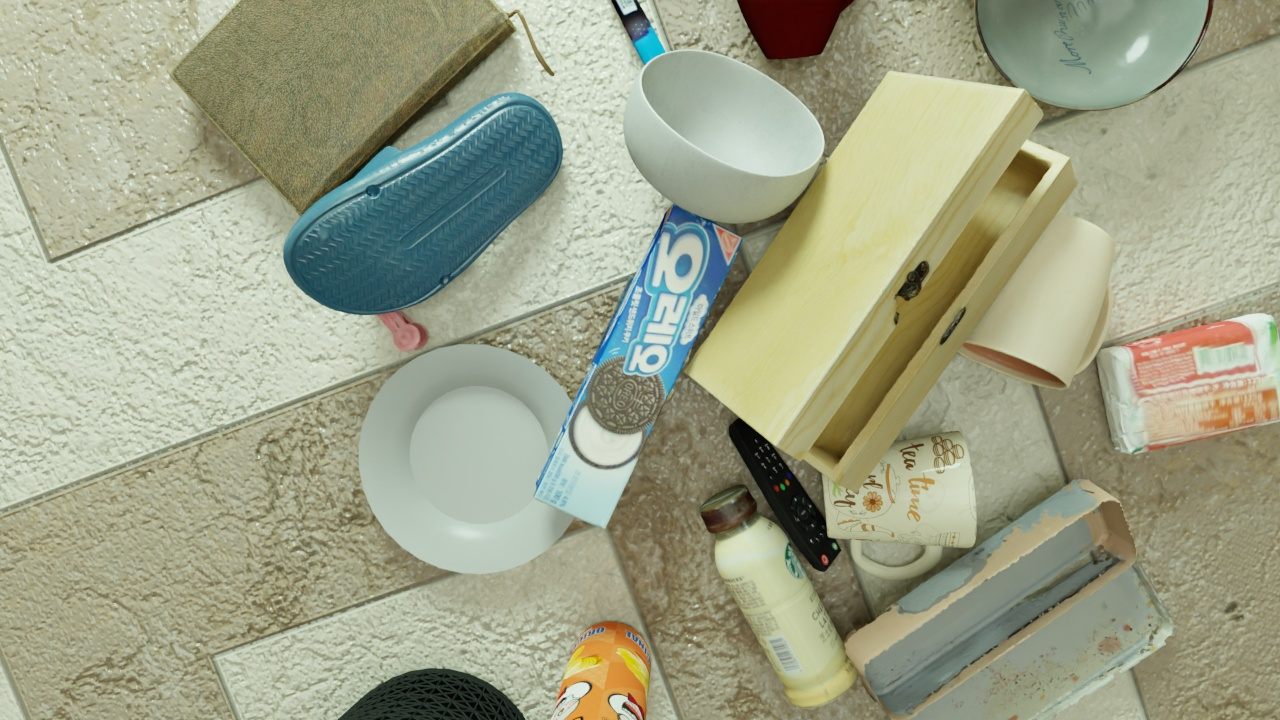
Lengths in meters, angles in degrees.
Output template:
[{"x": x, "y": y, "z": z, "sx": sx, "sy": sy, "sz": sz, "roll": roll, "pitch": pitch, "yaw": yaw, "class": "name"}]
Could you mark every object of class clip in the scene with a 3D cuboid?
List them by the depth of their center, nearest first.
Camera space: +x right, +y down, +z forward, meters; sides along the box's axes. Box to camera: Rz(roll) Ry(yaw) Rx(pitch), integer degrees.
[{"x": -0.184, "y": -0.030, "z": 0.677, "sx": 0.022, "sy": 0.038, "sz": 0.059, "roll": -43, "pitch": 88, "yaw": 9, "class": "clip"}]

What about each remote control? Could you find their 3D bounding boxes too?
[{"x": 0.104, "y": 0.095, "z": 0.672, "sx": 0.010, "sy": 0.039, "sz": 0.124, "roll": -35, "pitch": 87, "yaw": 37, "class": "remote control"}]

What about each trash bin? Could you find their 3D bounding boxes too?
[{"x": -0.165, "y": 0.331, "z": 0.604, "sx": 0.217, "sy": 0.243, "sz": 0.217, "roll": 0, "pitch": 95, "yaw": 3, "class": "trash bin"}]

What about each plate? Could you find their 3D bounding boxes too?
[{"x": -0.124, "y": 0.073, "z": 0.691, "sx": 0.173, "sy": 0.019, "sz": 0.173, "roll": 0, "pitch": 95, "yaw": 3, "class": "plate"}]

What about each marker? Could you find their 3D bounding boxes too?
[{"x": -0.007, "y": -0.249, "z": 0.658, "sx": 0.018, "sy": 0.015, "sz": 0.123, "roll": -28, "pitch": 90, "yaw": 2, "class": "marker"}]

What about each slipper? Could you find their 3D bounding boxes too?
[{"x": -0.149, "y": -0.110, "z": 0.651, "sx": 0.213, "sy": 0.059, "sz": 0.104, "roll": -36, "pitch": 127, "yaw": -7, "class": "slipper"}]

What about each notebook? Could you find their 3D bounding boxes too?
[{"x": -0.199, "y": -0.211, "z": 0.661, "sx": 0.215, "sy": 0.034, "sz": 0.190, "roll": -42, "pitch": 92, "yaw": 7, "class": "notebook"}]

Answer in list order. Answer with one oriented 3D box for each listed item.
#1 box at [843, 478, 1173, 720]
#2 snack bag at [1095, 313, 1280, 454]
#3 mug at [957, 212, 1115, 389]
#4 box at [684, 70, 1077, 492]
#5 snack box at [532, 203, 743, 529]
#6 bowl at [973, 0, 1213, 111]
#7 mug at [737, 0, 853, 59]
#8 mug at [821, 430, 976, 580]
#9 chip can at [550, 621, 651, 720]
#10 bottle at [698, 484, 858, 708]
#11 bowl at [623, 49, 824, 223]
[{"x": 0.267, "y": 0.200, "z": 0.653, "sx": 0.216, "sy": 0.058, "sz": 0.154, "roll": -34, "pitch": 113, "yaw": -2, "class": "box"}, {"x": 0.389, "y": 0.017, "z": 0.648, "sx": 0.116, "sy": 0.036, "sz": 0.077, "roll": -14, "pitch": 95, "yaw": 4, "class": "snack bag"}, {"x": 0.283, "y": -0.038, "z": 0.634, "sx": 0.111, "sy": 0.085, "sz": 0.104, "roll": 24, "pitch": 90, "yaw": -27, "class": "mug"}, {"x": 0.143, "y": -0.060, "z": 0.595, "sx": 0.140, "sy": 0.122, "sz": 0.249, "roll": 38, "pitch": 96, "yaw": 31, "class": "box"}, {"x": -0.004, "y": 0.004, "z": 0.646, "sx": 0.059, "sy": 0.059, "sz": 0.226, "roll": 26, "pitch": 89, "yaw": -5, "class": "snack box"}, {"x": 0.295, "y": -0.237, "z": 0.619, "sx": 0.151, "sy": 0.056, "sz": 0.151, "roll": 0, "pitch": 95, "yaw": 4, "class": "bowl"}, {"x": 0.114, "y": -0.256, "z": 0.626, "sx": 0.113, "sy": 0.087, "sz": 0.088, "roll": -18, "pitch": 115, "yaw": -26, "class": "mug"}, {"x": 0.183, "y": 0.111, "z": 0.660, "sx": 0.097, "sy": 0.080, "sz": 0.122, "roll": -5, "pitch": 122, "yaw": 11, "class": "mug"}, {"x": -0.028, "y": 0.240, "z": 0.605, "sx": 0.062, "sy": 0.210, "sz": 0.062, "roll": 0, "pitch": 95, "yaw": 3, "class": "chip can"}, {"x": 0.097, "y": 0.169, "z": 0.668, "sx": 0.056, "sy": 0.056, "sz": 0.162, "roll": -28, "pitch": 93, "yaw": 5, "class": "bottle"}, {"x": 0.050, "y": -0.143, "z": 0.617, "sx": 0.132, "sy": 0.131, "sz": 0.065, "roll": 28, "pitch": 135, "yaw": 0, "class": "bowl"}]
